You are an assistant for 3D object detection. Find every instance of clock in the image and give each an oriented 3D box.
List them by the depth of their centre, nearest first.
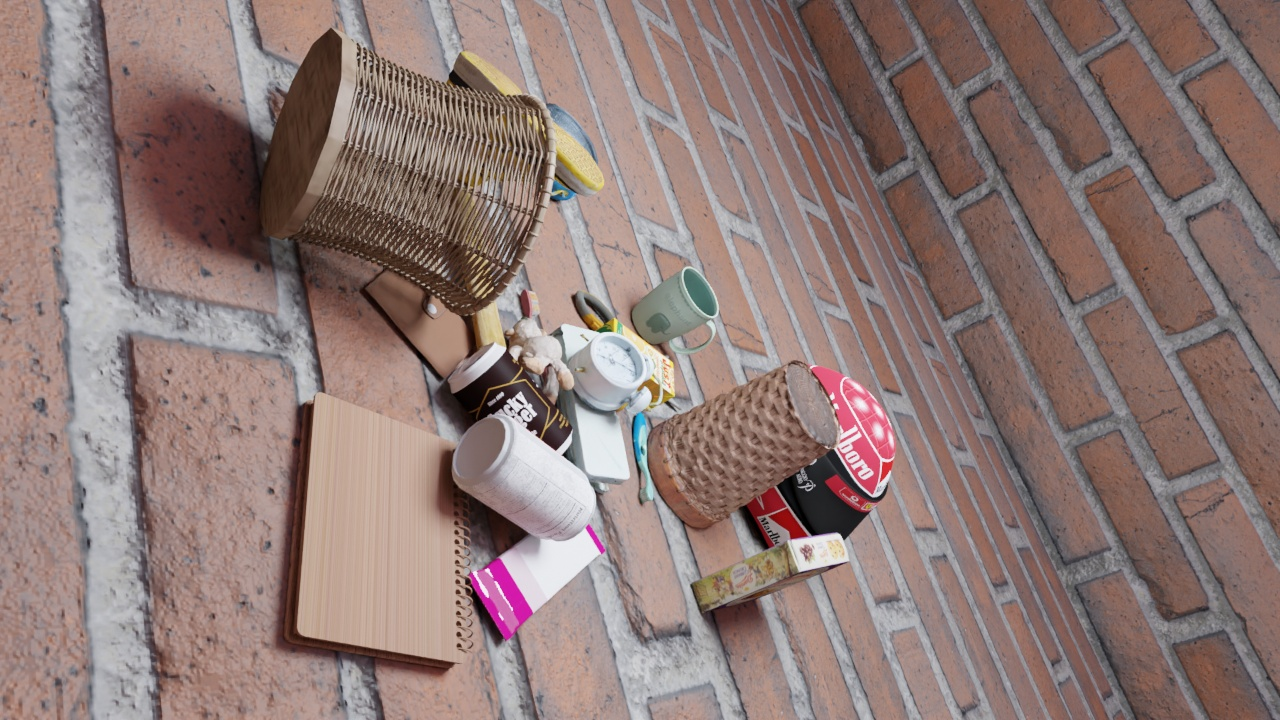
[{"bbox_3d":[-0.025,0.018,1.052,0.117,0.057,0.083,25,46,-22],"label":"clock"},{"bbox_3d":[-0.122,-0.290,1.288,0.117,0.060,0.161,48,32,-22],"label":"clock"}]

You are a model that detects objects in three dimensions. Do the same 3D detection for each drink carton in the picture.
[{"bbox_3d":[-0.007,0.007,1.173,0.122,0.041,0.058,37,36,-35],"label":"drink carton"}]

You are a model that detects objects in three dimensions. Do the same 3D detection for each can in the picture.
[{"bbox_3d":[-0.108,0.114,0.870,0.136,0.078,0.078,44,32,-40],"label":"can"},{"bbox_3d":[-0.132,0.050,0.940,0.128,0.072,0.071,51,30,-14],"label":"can"}]

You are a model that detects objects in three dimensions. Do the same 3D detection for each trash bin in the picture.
[{"bbox_3d":[0.134,0.106,1.163,0.151,0.211,0.151,37,37,-34],"label":"trash bin"}]

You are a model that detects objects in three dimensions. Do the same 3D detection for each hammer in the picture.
[{"bbox_3d":[-0.199,-0.149,1.052,0.132,0.033,0.330,23,43,-49],"label":"hammer"}]

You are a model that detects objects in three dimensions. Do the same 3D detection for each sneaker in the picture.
[{"bbox_3d":[-0.151,-0.230,1.020,0.238,0.122,0.086,48,22,23],"label":"sneaker"}]

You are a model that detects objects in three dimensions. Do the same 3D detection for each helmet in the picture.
[{"bbox_3d":[0.249,0.134,1.305,0.271,0.225,0.197,61,29,7],"label":"helmet"}]

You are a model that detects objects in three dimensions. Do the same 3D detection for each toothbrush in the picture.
[{"bbox_3d":[-0.116,-0.003,1.074,0.015,0.015,0.184,10,56,-42],"label":"toothbrush"},{"bbox_3d":[0.002,0.120,1.147,0.022,0.017,0.135,35,35,-37],"label":"toothbrush"}]

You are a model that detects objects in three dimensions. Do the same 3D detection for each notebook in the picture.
[{"bbox_3d":[-0.212,0.145,0.777,0.169,0.022,0.210,29,41,-42],"label":"notebook"}]

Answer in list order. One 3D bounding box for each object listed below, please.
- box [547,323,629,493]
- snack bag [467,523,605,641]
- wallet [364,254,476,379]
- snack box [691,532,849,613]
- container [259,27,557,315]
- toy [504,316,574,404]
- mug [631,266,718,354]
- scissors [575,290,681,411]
[{"bbox_3d":[-0.065,0.052,1.066,0.085,0.071,0.198,47,26,-60],"label":"box"},{"bbox_3d":[-0.098,0.201,0.910,0.070,0.016,0.196,59,29,1],"label":"snack bag"},{"bbox_3d":[-0.223,-0.047,0.947,0.121,0.013,0.087,51,30,-14],"label":"wallet"},{"bbox_3d":[0.161,0.259,1.126,0.143,0.148,0.040,9,56,-54],"label":"snack box"},{"bbox_3d":[-0.222,-0.177,0.856,0.196,0.228,0.226,16,49,-36],"label":"container"},{"bbox_3d":[-0.127,-0.003,1.017,0.085,0.074,0.106,6,51,-37],"label":"toy"},{"bbox_3d":[0.054,-0.060,1.301,0.111,0.104,0.084,53,29,-10],"label":"mug"},{"bbox_3d":[-0.018,0.009,1.215,0.225,0.016,0.225,46,31,-23],"label":"scissors"}]
